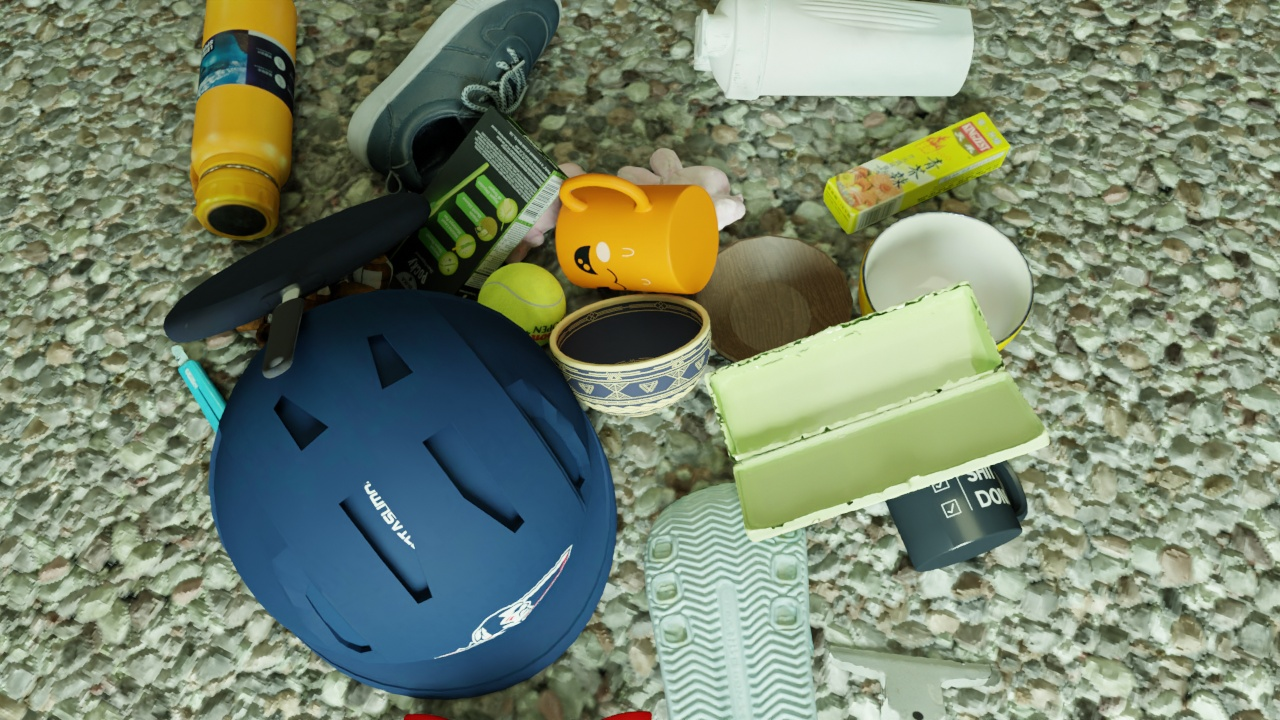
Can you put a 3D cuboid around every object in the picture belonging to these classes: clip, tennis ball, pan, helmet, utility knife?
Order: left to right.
[{"bbox_3d":[-0.324,0.032,0.690,0.022,0.015,0.123,-49,67,9],"label":"utility knife"},{"bbox_3d":[-0.219,-0.049,0.576,0.198,0.021,0.356,-28,23,-8],"label":"pan"},{"bbox_3d":[-0.129,0.086,0.566,0.232,0.223,0.272,-37,104,-14],"label":"helmet"},{"bbox_3d":[-0.088,-0.040,0.682,0.065,0.065,0.065,-1,64,2],"label":"tennis ball"},{"bbox_3d":[0.169,0.207,0.570,0.102,0.040,0.054,4,52,6],"label":"clip"}]

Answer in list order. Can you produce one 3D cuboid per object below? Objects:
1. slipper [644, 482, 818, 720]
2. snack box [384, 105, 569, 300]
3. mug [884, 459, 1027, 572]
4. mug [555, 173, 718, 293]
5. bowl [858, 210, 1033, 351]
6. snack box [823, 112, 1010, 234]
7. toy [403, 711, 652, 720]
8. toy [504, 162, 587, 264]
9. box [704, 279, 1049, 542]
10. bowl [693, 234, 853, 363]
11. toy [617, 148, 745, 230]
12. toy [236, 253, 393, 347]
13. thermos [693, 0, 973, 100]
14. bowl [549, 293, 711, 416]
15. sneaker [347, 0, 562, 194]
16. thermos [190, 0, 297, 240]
[{"bbox_3d":[0.058,0.181,0.561,0.104,0.074,0.244,-5,47,4],"label":"slipper"},{"bbox_3d":[-0.130,-0.109,0.701,0.148,0.025,0.080,-48,68,14],"label":"snack box"},{"bbox_3d":[0.213,0.088,0.609,0.105,0.071,0.077,-4,61,-29],"label":"mug"},{"bbox_3d":[-0.009,-0.099,0.664,0.096,0.112,0.077,6,64,31],"label":"mug"},{"bbox_3d":[0.214,-0.042,0.664,0.117,0.068,0.117,-1,64,2],"label":"bowl"},{"bbox_3d":[0.221,-0.151,0.737,0.148,0.029,0.040,-24,66,-8],"label":"snack box"},{"bbox_3d":[-0.069,0.293,0.500,0.158,0.121,0.196,-3,56,4],"label":"toy"},{"bbox_3d":[-0.097,-0.122,0.731,0.099,0.053,0.095,20,80,18],"label":"toy"},{"bbox_3d":[0.143,0.034,0.589,0.188,0.047,0.140,-22,48,10],"label":"box"},{"bbox_3d":[0.098,-0.038,0.689,0.118,0.030,0.117,-1,64,3],"label":"bowl"},{"bbox_3d":[0.034,-0.132,0.731,0.063,0.047,0.110,-37,59,-22],"label":"toy"},{"bbox_3d":[-0.245,-0.040,0.692,0.112,0.067,0.087,1,48,-11],"label":"toy"},{"bbox_3d":[0.156,-0.261,0.766,0.220,0.099,0.099,3,65,-1],"label":"thermos"},{"bbox_3d":[-0.004,0.004,0.651,0.112,0.061,0.112,-7,28,4],"label":"bowl"},{"bbox_3d":[-0.138,-0.226,0.763,0.087,0.089,0.235,37,77,22],"label":"sneaker"},{"bbox_3d":[-0.336,-0.209,0.778,0.076,0.092,0.232,6,61,-29],"label":"thermos"}]
